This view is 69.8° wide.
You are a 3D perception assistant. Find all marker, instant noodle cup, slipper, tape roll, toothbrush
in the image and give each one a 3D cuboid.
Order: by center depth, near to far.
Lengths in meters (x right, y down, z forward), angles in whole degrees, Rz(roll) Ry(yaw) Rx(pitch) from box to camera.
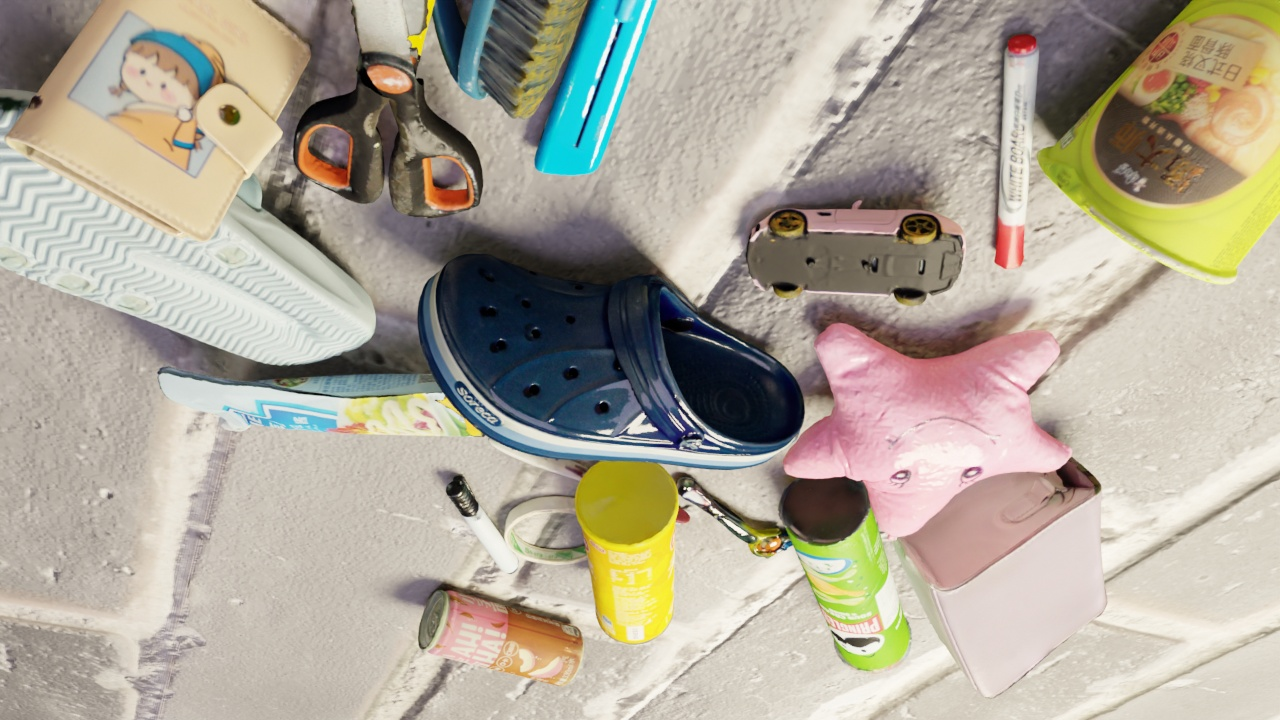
[{"bbox_3d":[0.272,-0.118,0.428,0.111,0.111,0.124,16,126,-18],"label":"instant noodle cup"},{"bbox_3d":[-0.238,-0.069,0.485,0.104,0.074,0.245,-22,149,20],"label":"slipper"},{"bbox_3d":[0.202,-0.107,0.494,0.017,0.017,0.145,-11,137,9],"label":"marker"},{"bbox_3d":[-0.003,0.003,0.540,0.252,0.105,0.095,17,141,-23],"label":"slipper"},{"bbox_3d":[-0.037,0.094,0.706,0.187,0.016,0.017,27,140,-28],"label":"toothbrush"},{"bbox_3d":[-0.126,0.136,0.745,0.018,0.022,0.131,-2,141,16],"label":"marker"},{"bbox_3d":[-0.069,0.141,0.756,0.086,0.013,0.086,-1,137,-1],"label":"tape roll"}]

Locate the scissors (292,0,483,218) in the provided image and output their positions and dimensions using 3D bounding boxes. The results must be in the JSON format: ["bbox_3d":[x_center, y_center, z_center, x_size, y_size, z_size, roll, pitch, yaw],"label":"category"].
[{"bbox_3d":[-0.124,-0.120,0.400,0.152,0.021,0.235,4,162,10],"label":"scissors"}]

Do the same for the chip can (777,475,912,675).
[{"bbox_3d":[0.176,0.181,0.766,0.072,0.072,0.236,-14,135,13],"label":"chip can"}]

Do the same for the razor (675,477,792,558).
[{"bbox_3d":[0.078,0.131,0.744,0.043,0.022,0.142,-34,128,27],"label":"razor"}]

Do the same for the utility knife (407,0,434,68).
[{"bbox_3d":[-0.089,-0.181,0.370,0.033,0.015,0.157,44,134,15],"label":"utility knife"}]

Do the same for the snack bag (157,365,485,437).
[{"bbox_3d":[-0.198,0.029,0.598,0.191,0.038,0.110,1,171,-6],"label":"snack bag"}]

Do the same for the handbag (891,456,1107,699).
[{"bbox_3d":[0.292,0.164,0.731,0.145,0.098,0.197,-29,132,5],"label":"handbag"}]

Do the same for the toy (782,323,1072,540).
[{"bbox_3d":[0.198,0.053,0.621,0.194,0.074,0.179,3,123,-1],"label":"toy"}]

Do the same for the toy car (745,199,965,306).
[{"bbox_3d":[0.122,-0.063,0.527,0.122,0.037,0.056,4,136,13],"label":"toy car"}]

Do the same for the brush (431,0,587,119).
[{"bbox_3d":[-0.053,-0.175,0.388,0.073,0.055,0.144,30,133,1],"label":"brush"}]

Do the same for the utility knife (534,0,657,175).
[{"bbox_3d":[-0.003,-0.175,0.415,0.034,0.018,0.226,13,134,-15],"label":"utility knife"}]

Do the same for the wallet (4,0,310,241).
[{"bbox_3d":[-0.203,-0.117,0.405,0.087,0.115,0.024,33,153,-31],"label":"wallet"}]

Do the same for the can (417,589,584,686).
[{"bbox_3d":[-0.127,0.257,0.847,0.147,0.057,0.058,24,131,-25],"label":"can"}]

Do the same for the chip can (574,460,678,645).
[{"bbox_3d":[-0.007,0.154,0.711,0.072,0.072,0.214,-2,145,0],"label":"chip can"}]
